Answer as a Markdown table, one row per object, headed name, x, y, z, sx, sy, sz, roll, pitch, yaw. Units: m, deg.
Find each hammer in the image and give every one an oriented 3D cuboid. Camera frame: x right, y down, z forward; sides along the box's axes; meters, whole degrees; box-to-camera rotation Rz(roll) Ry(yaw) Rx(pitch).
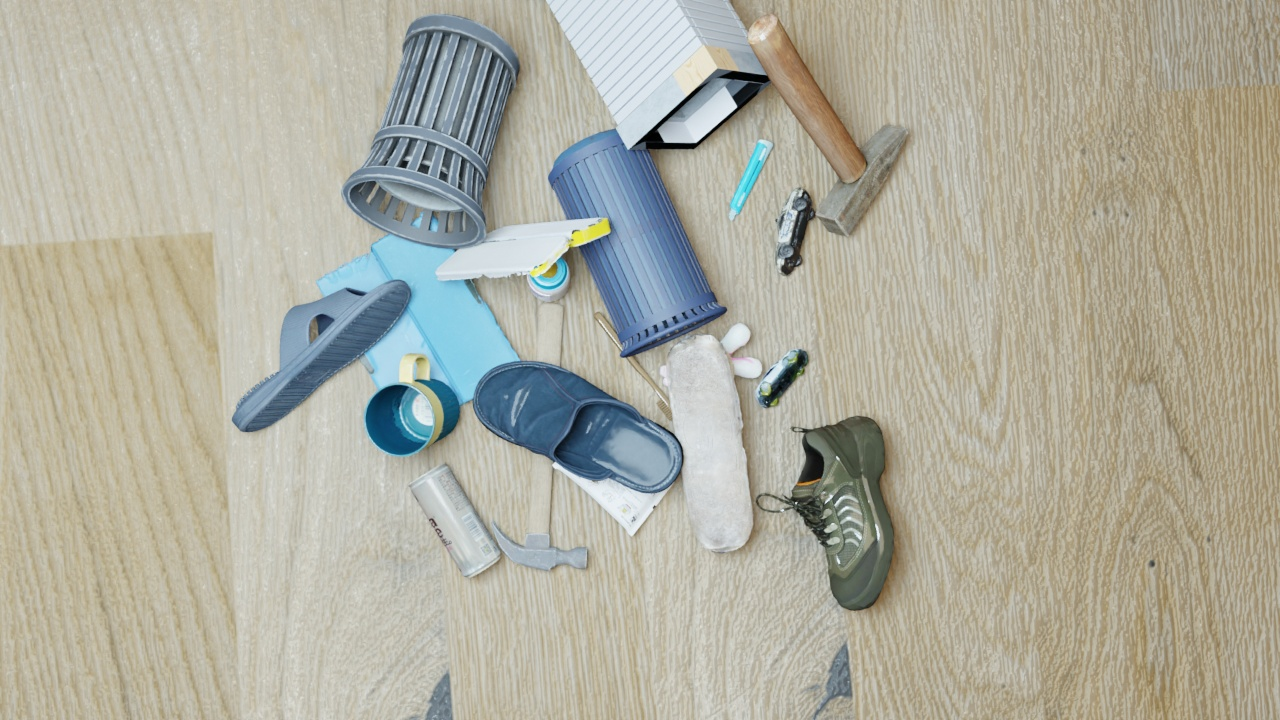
| name | x | y | z | sx | sy | sz | roll | pitch | yaw |
| --- | --- | --- | --- | --- | --- | --- | --- | --- | --- |
| hammer | -0.119 | 0.093 | 1.139 | 0.119 | 0.031 | 0.331 | 3 | 87 | -4 |
| hammer | 0.215 | -0.296 | 1.092 | 0.300 | 0.037 | 0.158 | 40 | 82 | -43 |

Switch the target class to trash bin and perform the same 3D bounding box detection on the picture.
| name | x | y | z | sx | sy | sz | roll | pitch | yaw |
| --- | --- | --- | --- | --- | --- | --- | --- | --- | --- |
| trash bin | -0.234 | -0.271 | 1.074 | 0.164 | 0.164 | 0.227 | 13 | 72 | -4 |
| trash bin | 0.015 | -0.393 | 1.077 | 0.143 | 0.142 | 0.247 | -35 | 80 | 36 |
| trash bin | -0.009 | -0.144 | 1.109 | 0.139 | 0.139 | 0.249 | -24 | 87 | -6 |

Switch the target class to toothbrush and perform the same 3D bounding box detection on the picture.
| name | x | y | z | sx | sy | sz | roll | pitch | yaw |
| --- | --- | --- | --- | --- | --- | --- | --- | --- | --- |
| toothbrush | -0.007 | 0.007 | 1.159 | 0.016 | 0.016 | 0.167 | -38 | 91 | -6 |

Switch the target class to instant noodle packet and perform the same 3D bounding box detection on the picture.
| name | x | y | z | sx | sy | sz | roll | pitch | yaw |
| --- | --- | --- | --- | --- | --- | --- | --- | --- | --- |
| instant noodle packet | -0.032 | 0.140 | 1.132 | 0.134 | 0.026 | 0.087 | 43 | 73 | -10 |

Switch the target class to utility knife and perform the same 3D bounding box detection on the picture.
| name | x | y | z | sx | sy | sz | roll | pitch | yaw |
| --- | --- | --- | --- | --- | --- | --- | --- | --- | --- |
| utility knife | 0.140 | -0.232 | 1.186 | 0.022 | 0.015 | 0.116 | 26 | 86 | -32 |

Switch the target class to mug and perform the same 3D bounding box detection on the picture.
| name | x | y | z | sx | sy | sz | roll | pitch | yaw |
| --- | --- | --- | --- | --- | --- | --- | --- | --- | --- |
| mug | -0.262 | 0.048 | 1.070 | 0.083 | 0.107 | 0.113 | 3 | 94 | 8 |

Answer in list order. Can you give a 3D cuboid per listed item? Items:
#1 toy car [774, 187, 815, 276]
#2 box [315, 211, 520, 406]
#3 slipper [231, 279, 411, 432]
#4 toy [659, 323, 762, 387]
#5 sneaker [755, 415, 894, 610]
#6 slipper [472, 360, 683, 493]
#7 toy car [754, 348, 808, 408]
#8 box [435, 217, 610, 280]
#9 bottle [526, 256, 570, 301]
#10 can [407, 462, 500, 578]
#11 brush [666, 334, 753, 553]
| name | x | y | z | sx | sy | sz | roll | pitch | yaw |
| --- | --- | --- | --- | --- | --- | --- | --- | --- | --- |
| toy car | 0.191 | -0.164 | 1.171 | 0.041 | 0.048 | 0.112 | 13 | 85 | 28 |
| box | -0.274 | -0.044 | 1.137 | 0.174 | 0.033 | 0.231 | -32 | 89 | -2 |
| slipper | -0.392 | -0.023 | 1.084 | 0.264 | 0.101 | 0.082 | -41 | 83 | 5 |
| toy | 0.085 | 0.004 | 1.156 | 0.125 | 0.037 | 0.076 | -20 | 93 | 1 |
| sneaker | 0.224 | 0.185 | 1.116 | 0.143 | 0.101 | 0.237 | 2 | 81 | -15 |
| slipper | -0.077 | 0.074 | 1.071 | 0.265 | 0.083 | 0.109 | 24 | 87 | 8 |
| toy car | 0.177 | 0.020 | 1.163 | 0.089 | 0.039 | 0.027 | -49 | 50 | -6 |
| box | -0.140 | -0.129 | 1.058 | 0.129 | 0.210 | 0.034 | -41 | 120 | -35 |
| bottle | -0.109 | -0.102 | 1.092 | 0.051 | 0.146 | 0.051 | 0 | 87 | -5 |
| can | -0.224 | 0.194 | 1.112 | 0.054 | 0.054 | 0.135 | -32 | 90 | -6 |
| brush | 0.086 | 0.101 | 1.119 | 0.083 | 0.056 | 0.271 | -9 | 96 | 5 |
